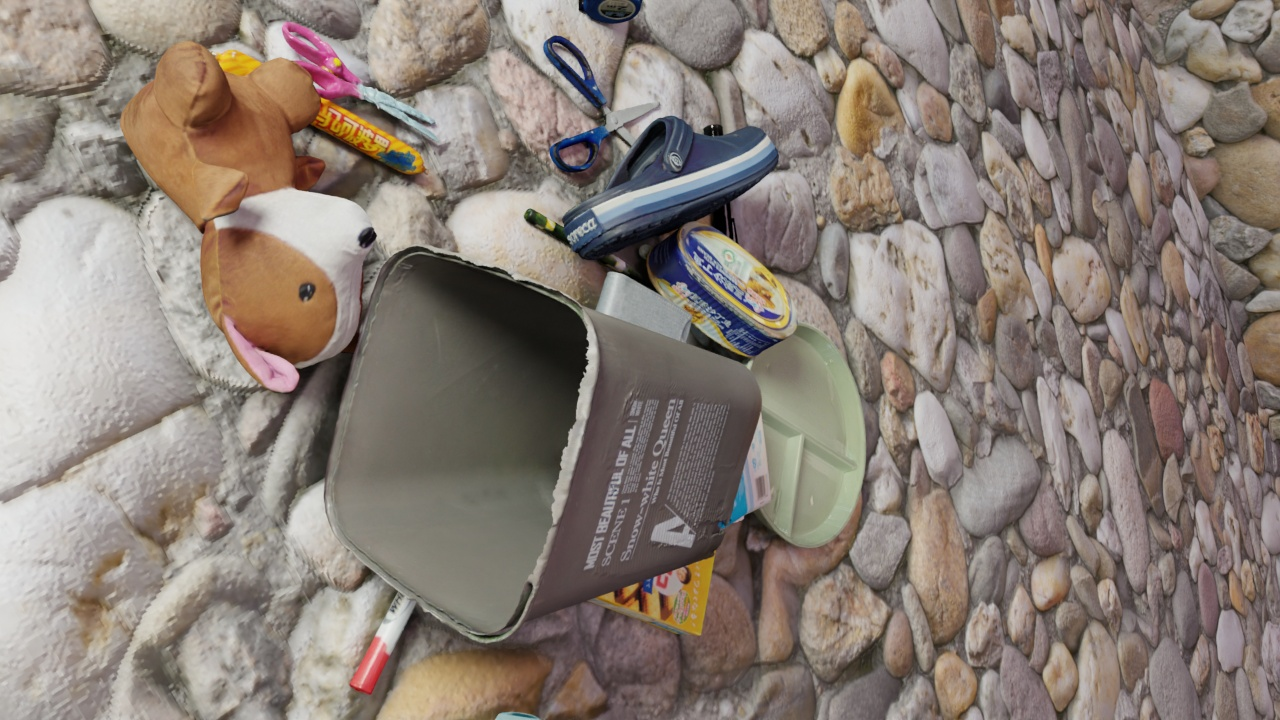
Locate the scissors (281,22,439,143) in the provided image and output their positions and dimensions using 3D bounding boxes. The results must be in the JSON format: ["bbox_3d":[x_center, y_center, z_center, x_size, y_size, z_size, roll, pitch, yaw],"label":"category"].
[{"bbox_3d":[-0.197,-0.187,0.658,0.137,0.017,0.076,31,34,-38],"label":"scissors"}]

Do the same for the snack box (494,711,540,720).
[{"bbox_3d":[-0.106,0.330,0.611,0.074,0.052,0.174,54,49,-19],"label":"snack box"}]

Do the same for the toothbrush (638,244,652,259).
[{"bbox_3d":[0.069,-0.069,0.896,0.189,0.029,0.020,27,21,-36],"label":"toothbrush"}]

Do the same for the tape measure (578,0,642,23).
[{"bbox_3d":[-0.027,-0.333,0.841,0.058,0.054,0.025,1,81,-11],"label":"tape measure"}]

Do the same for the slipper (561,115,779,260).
[{"bbox_3d":[0.019,-0.162,0.814,0.252,0.105,0.095,-32,97,-41],"label":"slipper"}]

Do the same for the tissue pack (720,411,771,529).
[{"bbox_3d":[0.063,0.079,0.792,0.089,0.063,0.140,-10,93,-58],"label":"tissue pack"}]

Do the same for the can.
[{"bbox_3d":[0.076,-0.064,0.839,0.148,0.049,0.074,37,52,-19],"label":"can"}]

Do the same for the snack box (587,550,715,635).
[{"bbox_3d":[0.003,0.170,0.767,0.140,0.034,0.086,32,60,-36],"label":"snack box"}]

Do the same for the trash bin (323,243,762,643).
[{"bbox_3d":[-0.049,0.051,0.600,0.219,0.199,0.199,9,99,-51],"label":"trash bin"}]

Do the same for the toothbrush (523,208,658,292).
[{"bbox_3d":[-0.027,-0.092,0.814,0.185,0.012,0.017,26,58,-37],"label":"toothbrush"}]

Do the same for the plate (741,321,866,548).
[{"bbox_3d":[0.162,0.075,0.935,0.229,0.028,0.230,10,76,-47],"label":"plate"}]

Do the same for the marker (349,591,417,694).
[{"bbox_3d":[-0.157,0.156,0.629,0.017,0.017,0.145,42,54,-29],"label":"marker"}]

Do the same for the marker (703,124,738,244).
[{"bbox_3d":[0.082,-0.175,0.930,0.020,0.022,0.132,31,52,-78],"label":"marker"}]

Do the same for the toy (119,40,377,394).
[{"bbox_3d":[-0.222,-0.084,0.559,0.140,0.131,0.199,-34,113,-68],"label":"toy"}]

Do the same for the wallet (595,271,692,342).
[{"bbox_3d":[-0.005,0.005,0.780,0.106,0.037,0.129,25,78,-39],"label":"wallet"}]

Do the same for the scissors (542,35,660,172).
[{"bbox_3d":[-0.035,-0.223,0.838,0.162,0.012,0.175,58,46,-18],"label":"scissors"}]

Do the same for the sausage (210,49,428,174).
[{"bbox_3d":[-0.219,-0.170,0.642,0.165,0.022,0.021,25,64,-37],"label":"sausage"}]
